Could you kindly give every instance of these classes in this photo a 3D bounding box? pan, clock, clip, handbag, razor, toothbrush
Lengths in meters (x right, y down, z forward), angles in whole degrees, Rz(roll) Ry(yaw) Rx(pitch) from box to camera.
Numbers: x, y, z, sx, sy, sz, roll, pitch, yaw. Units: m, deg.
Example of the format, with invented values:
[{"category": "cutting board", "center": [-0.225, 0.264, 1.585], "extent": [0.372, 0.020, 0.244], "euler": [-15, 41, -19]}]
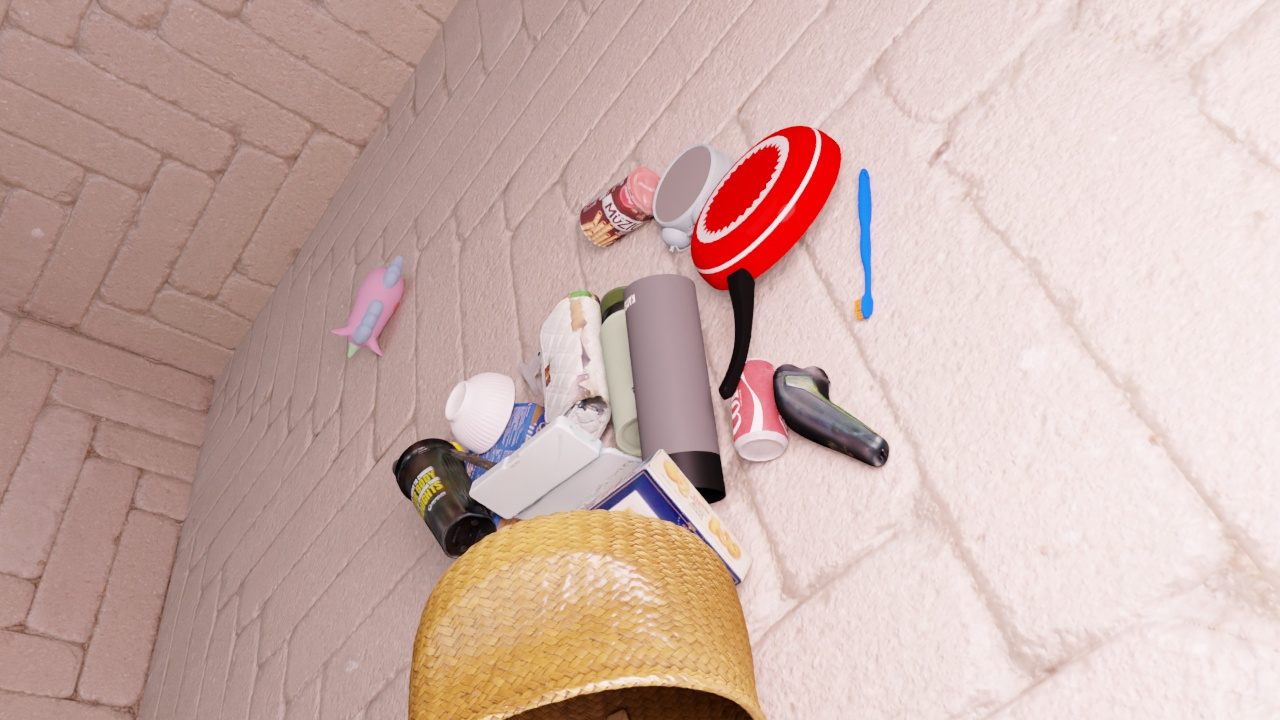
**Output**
[{"category": "pan", "center": [0.115, -0.116, 0.990], "extent": [0.209, 0.067, 0.355], "euler": [-29, 33, 49]}, {"category": "clock", "center": [0.068, -0.210, 1.189], "extent": [0.123, 0.045, 0.159], "euler": [-31, 44, 43]}, {"category": "clip", "center": [-0.159, 0.009, 1.373], "extent": [0.102, 0.050, 0.058], "euler": [46, 120, 55]}, {"category": "handbag", "center": [-0.089, 0.018, 1.204], "extent": [0.194, 0.072, 0.139], "euler": [-100, 29, -42]}, {"category": "razor", "center": [0.178, 0.049, 0.854], "extent": [0.067, 0.054, 0.151], "euler": [-44, 37, -8]}, {"category": "toothbrush", "center": [0.225, -0.120, 0.925], "extent": [0.018, 0.016, 0.182], "euler": [-31, 45, 49]}]

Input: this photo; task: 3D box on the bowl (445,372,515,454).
[{"category": "bowl", "center": [-0.233, 0.066, 1.289], "extent": [0.118, 0.062, 0.117], "euler": [-36, 41, 38]}]

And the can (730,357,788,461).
[{"category": "can", "center": [0.119, 0.049, 0.928], "extent": [0.054, 0.054, 0.096], "euler": [-35, 43, 39]}]

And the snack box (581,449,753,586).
[{"category": "snack box", "center": [0.013, 0.185, 0.913], "extent": [0.145, 0.144, 0.042], "euler": [-40, 0, 32]}]

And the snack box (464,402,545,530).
[{"category": "snack box", "center": [-0.190, 0.166, 1.282], "extent": [0.155, 0.069, 0.202], "euler": [-5, 64, 54]}]

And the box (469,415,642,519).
[{"category": "box", "center": [-0.103, 0.144, 1.107], "extent": [0.198, 0.134, 0.040], "euler": [-36, 31, 38]}]

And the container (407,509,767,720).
[{"category": "container", "center": [-0.046, 0.277, 0.790], "extent": [0.308, 0.306, 0.196], "euler": [-45, 33, 28]}]

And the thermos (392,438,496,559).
[{"category": "thermos", "center": [-0.260, 0.180, 1.226], "extent": [0.098, 0.098, 0.221], "euler": [-61, 35, 6]}]

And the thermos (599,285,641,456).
[{"category": "thermos", "center": [-0.007, 0.007, 1.123], "extent": [0.083, 0.082, 0.231], "euler": [-44, 38, 30]}]

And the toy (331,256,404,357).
[{"category": "toy", "center": [-0.589, -0.123, 2.037], "extent": [0.222, 0.120, 0.171], "euler": [-54, 24, 18]}]

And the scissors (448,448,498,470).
[{"category": "scissors", "center": [-0.170, 0.135, 1.189], "extent": [0.013, 0.171, 0.120], "euler": [-21, 24, 49]}]

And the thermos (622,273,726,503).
[{"category": "thermos", "center": [0.034, 0.033, 0.985], "extent": [0.082, 0.082, 0.240], "euler": [-29, 60, 44]}]

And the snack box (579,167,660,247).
[{"category": "snack box", "center": [-0.025, -0.215, 1.304], "extent": [0.122, 0.072, 0.072], "euler": [-26, 48, 46]}]
